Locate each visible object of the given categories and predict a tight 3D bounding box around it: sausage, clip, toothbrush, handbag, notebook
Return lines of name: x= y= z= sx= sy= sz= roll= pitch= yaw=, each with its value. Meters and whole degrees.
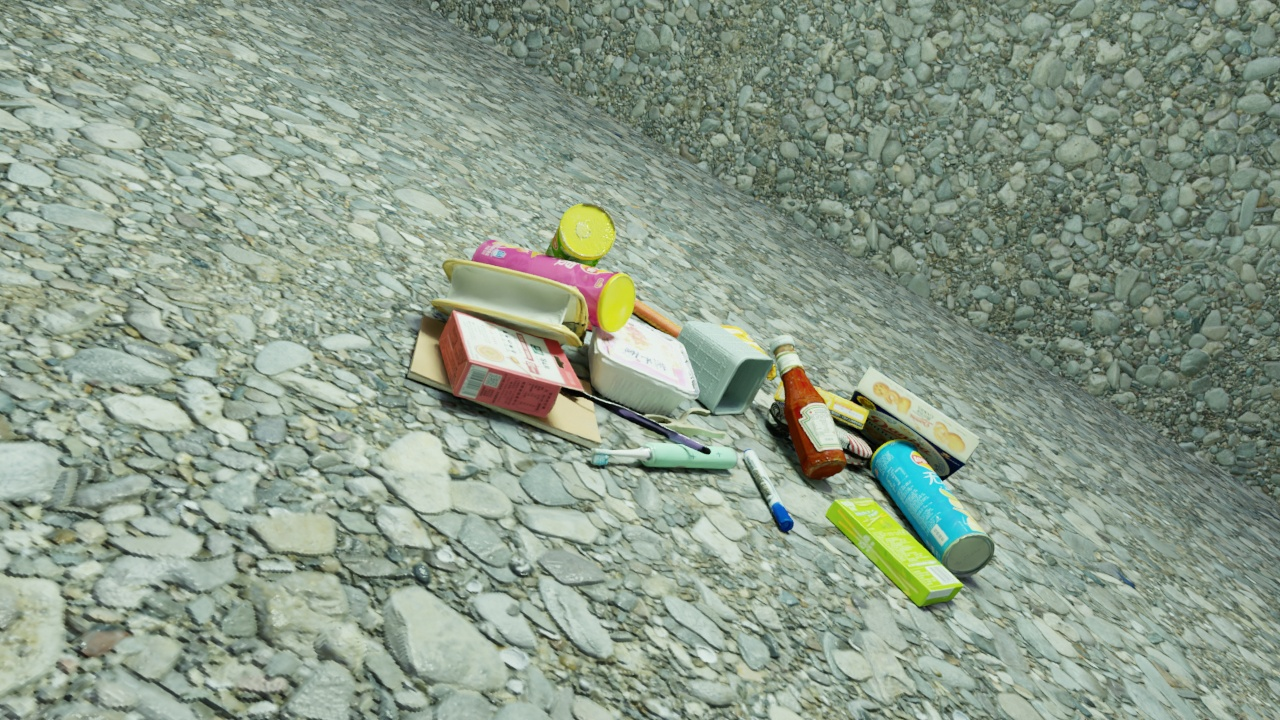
sausage: x=0.009 y=-0.073 z=1.407 sx=0.165 sy=0.021 sz=0.021 roll=34 pitch=21 yaw=12
clip: x=0.057 y=0.087 z=1.076 sx=0.094 sy=0.035 sz=0.102 roll=40 pitch=27 yaw=29
toothbrush: x=-0.008 y=0.063 z=1.020 sx=0.189 sy=0.014 sz=0.016 roll=24 pitch=5 yaw=4
toothbrush: x=0.029 y=0.104 z=1.006 sx=0.027 sy=0.027 sz=0.224 roll=-1 pitch=-7 yaw=45
handbag: x=-0.141 y=-0.058 z=1.058 sx=0.163 sy=0.063 sz=0.179 roll=14 pitch=-9 yaw=4
notebook: x=-0.143 y=0.020 z=0.996 sx=0.211 sy=0.012 sz=0.149 roll=23 pitch=20 yaw=-17

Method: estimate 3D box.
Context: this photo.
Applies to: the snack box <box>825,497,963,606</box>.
snack box: x=0.300 y=0.223 z=1.088 sx=0.085 sy=0.026 sz=0.156 roll=7 pitch=30 yaw=-47

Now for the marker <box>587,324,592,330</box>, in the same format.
marker: x=-0.107 y=-0.059 z=1.226 sx=0.145 sy=0.017 sz=0.017 roll=14 pitch=25 yaw=-36

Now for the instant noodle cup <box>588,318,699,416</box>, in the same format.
instant noodle cup: x=-0.007 y=0.007 z=1.139 sx=0.138 sy=0.060 sz=0.173 roll=23 pitch=21 yaw=-15

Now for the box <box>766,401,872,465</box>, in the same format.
box: x=0.249 y=0.107 z=1.287 sx=0.164 sy=0.060 sz=0.072 roll=25 pitch=-1 yaw=-14

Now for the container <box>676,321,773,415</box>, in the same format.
container: x=0.103 y=0.006 z=1.254 sx=0.111 sy=0.090 sz=0.089 roll=39 pitch=22 yaw=32

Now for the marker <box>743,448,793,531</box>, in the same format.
marker: x=0.148 y=0.149 z=1.075 sx=0.017 sy=0.017 sz=0.145 roll=21 pitch=22 yaw=-22

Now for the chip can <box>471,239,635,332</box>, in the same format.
chip can: x=-0.112 y=-0.094 z=1.132 sx=0.211 sy=0.071 sz=0.071 roll=18 pitch=13 yaw=30

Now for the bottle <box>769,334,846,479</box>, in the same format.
bottle: x=0.216 y=0.058 z=1.221 sx=0.059 sy=0.060 sz=0.205 roll=13 pitch=49 yaw=-37

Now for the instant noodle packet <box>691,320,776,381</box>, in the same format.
instant noodle packet: x=0.140 y=-0.014 z=1.413 sx=0.128 sy=0.044 sz=0.110 roll=7 pitch=36 yaw=-39

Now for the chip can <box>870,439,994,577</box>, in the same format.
chip can: x=0.381 y=0.190 z=1.212 sx=0.071 sy=0.071 sz=0.210 roll=20 pitch=22 yaw=-24

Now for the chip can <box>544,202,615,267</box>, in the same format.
chip can: x=-0.090 y=-0.142 z=1.222 sx=0.072 sy=0.072 sz=0.222 roll=26 pitch=-15 yaw=-9

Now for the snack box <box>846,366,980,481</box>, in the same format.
snack box: x=0.386 y=0.100 z=1.343 sx=0.178 sy=0.045 sz=0.183 roll=35 pitch=-12 yaw=14

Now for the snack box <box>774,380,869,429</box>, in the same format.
snack box: x=0.261 y=0.064 z=1.336 sx=0.087 sy=0.033 sz=0.140 roll=24 pitch=-5 yaw=-13

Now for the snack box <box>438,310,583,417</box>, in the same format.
snack box: x=-0.137 y=0.006 z=0.955 sx=0.127 sy=0.044 sz=0.113 roll=17 pitch=22 yaw=-28
